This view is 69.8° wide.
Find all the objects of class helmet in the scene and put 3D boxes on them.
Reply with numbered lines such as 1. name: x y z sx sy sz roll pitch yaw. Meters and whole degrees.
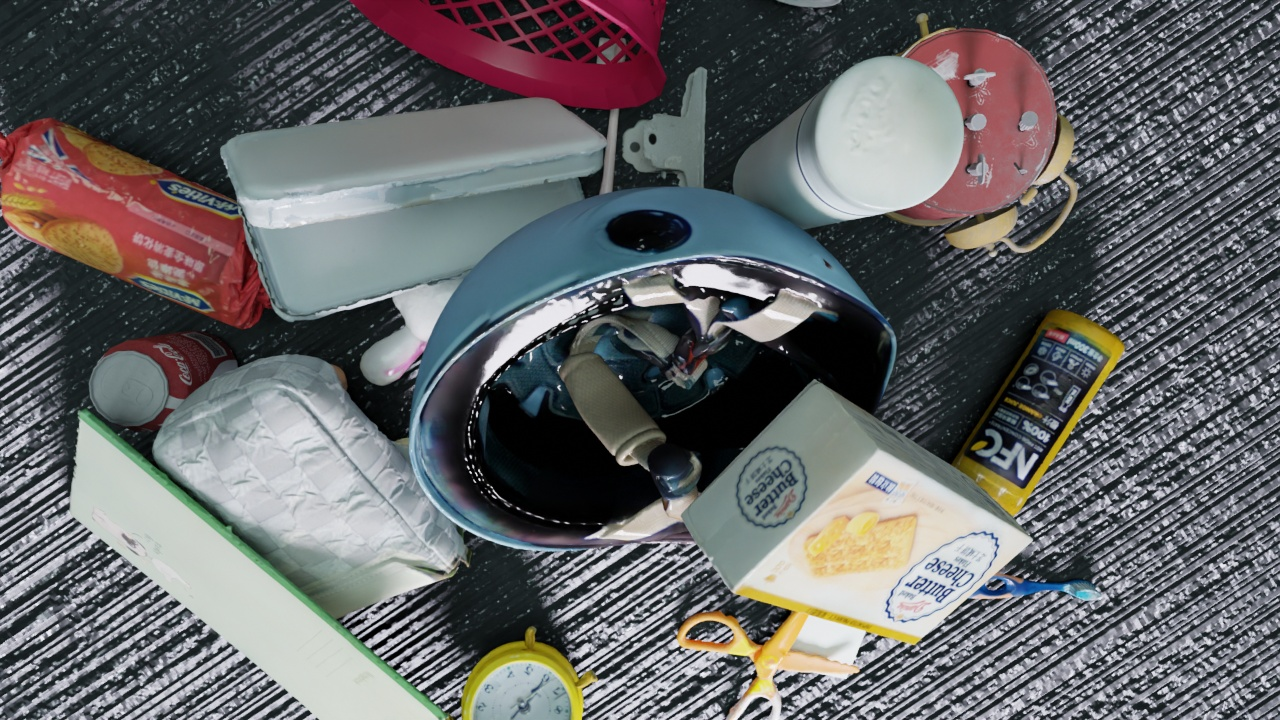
1. helmet: -0.003 0.003 0.525 0.265 0.166 0.226 -6 131 -20

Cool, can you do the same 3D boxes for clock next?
1. clock: -0.085 0.239 0.602 0.083 0.057 0.118 37 76 1
2. clock: 0.208 -0.135 0.577 0.159 0.081 0.117 40 92 -6

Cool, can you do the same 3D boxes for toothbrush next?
1. toothbrush: -0.025 -0.118 0.600 0.018 0.015 0.181 5 95 3
2. toothbrush: 0.256 0.157 0.642 0.135 0.017 0.021 5 94 -4

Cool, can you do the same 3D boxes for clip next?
1. clip: 0.019 -0.140 0.594 0.054 0.038 0.101 -1 95 -16

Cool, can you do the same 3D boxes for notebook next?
1. notebook: -0.240 0.146 0.553 0.252 0.182 0.010 43 50 -6

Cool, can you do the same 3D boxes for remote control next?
1. remote control: 0.140 0.149 0.631 0.049 0.024 0.143 15 95 -5

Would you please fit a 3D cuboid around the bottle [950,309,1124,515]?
1. bottle: 0.247 0.057 0.612 0.053 0.053 0.186 31 93 -6

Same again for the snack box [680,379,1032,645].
1. snack box: 0.129 0.095 0.518 0.104 0.057 0.207 -48 135 15

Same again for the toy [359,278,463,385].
1. toy: -0.124 -0.032 0.592 0.076 0.037 0.125 25 88 -1

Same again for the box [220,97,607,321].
1. box: -0.128 -0.089 0.553 0.216 0.107 0.110 -13 132 -23

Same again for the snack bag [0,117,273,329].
1. snack bag: -0.297 -0.082 0.560 0.176 0.082 0.082 25 94 -6

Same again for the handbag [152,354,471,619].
1. handbag: -0.190 0.066 0.549 0.113 0.123 0.171 -23 122 13

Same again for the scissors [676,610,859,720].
1. scissors: 0.086 0.211 0.632 0.125 0.011 0.129 6 104 8

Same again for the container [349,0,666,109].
1. container: -0.045 -0.286 0.511 0.183 0.183 0.225 16 87 -5

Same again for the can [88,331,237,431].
1. can: -0.287 0.011 0.558 0.054 0.096 0.054 0 96 -3

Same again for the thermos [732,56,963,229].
1. thermos: 0.100 -0.107 0.499 0.068 0.230 0.068 0 95 -4

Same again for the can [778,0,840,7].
1. can: 0.111 -0.290 0.564 0.064 0.064 0.127 9 95 -4
